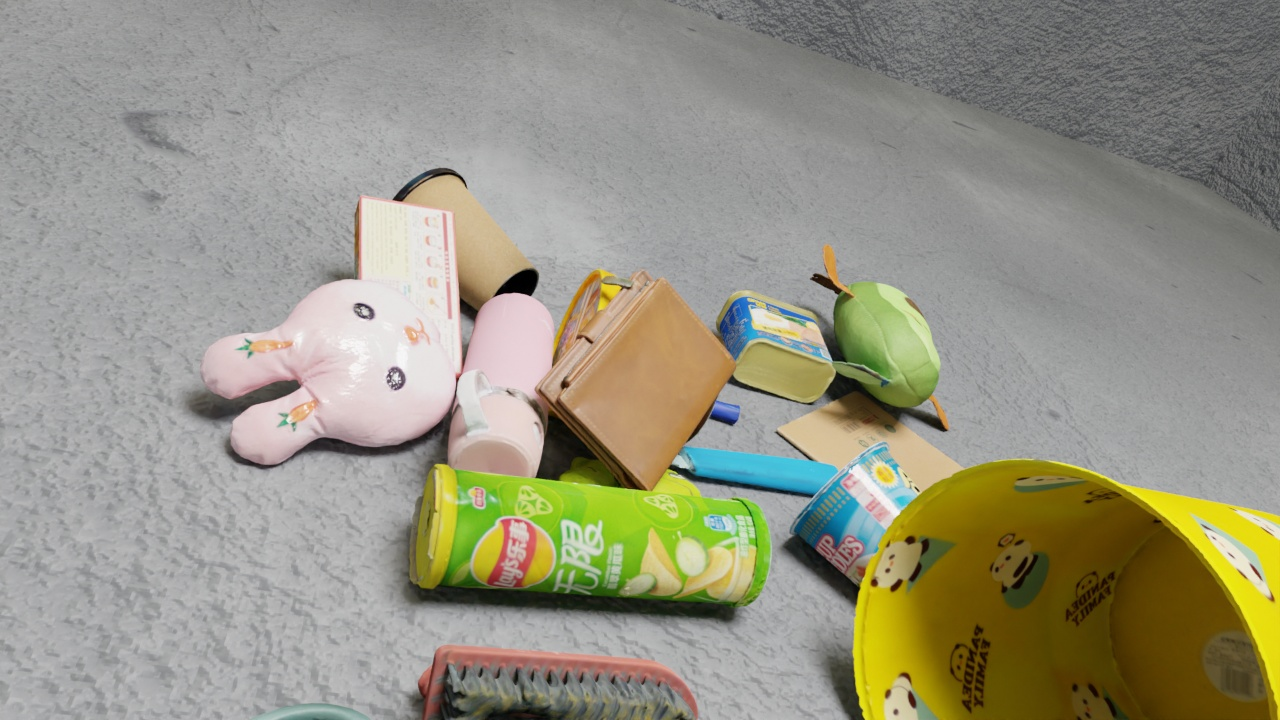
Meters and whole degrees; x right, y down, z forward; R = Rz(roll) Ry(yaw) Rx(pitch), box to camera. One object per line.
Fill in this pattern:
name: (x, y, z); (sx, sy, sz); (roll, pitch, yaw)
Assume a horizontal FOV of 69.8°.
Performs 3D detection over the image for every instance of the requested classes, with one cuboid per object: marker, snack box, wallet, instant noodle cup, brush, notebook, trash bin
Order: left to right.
snack box: (-0.181, -0.054, 0.712); (0.077, 0.027, 0.155); (6, 60, -25)
brush: (-0.038, 0.179, 0.470); (0.145, 0.063, 0.069); (10, 3, -21)
instant noodle cup: (-0.004, 0.004, 0.717); (0.114, 0.119, 0.118); (22, 29, -17)
wallet: (-0.002, 0.007, 0.631); (0.119, 0.035, 0.130); (46, 56, -11)
marker: (0.015, 0.026, 0.784); (0.145, 0.017, 0.016); (17, 31, -8)
instant noodle cup: (0.180, 0.130, 0.657); (0.099, 0.099, 0.110); (-16, 55, -47)
notebook: (0.238, 0.104, 0.812); (0.208, 0.008, 0.147); (39, 35, 27)
trash bin: (0.297, 0.177, 0.538); (0.254, 0.230, 0.229); (7, 33, -35)

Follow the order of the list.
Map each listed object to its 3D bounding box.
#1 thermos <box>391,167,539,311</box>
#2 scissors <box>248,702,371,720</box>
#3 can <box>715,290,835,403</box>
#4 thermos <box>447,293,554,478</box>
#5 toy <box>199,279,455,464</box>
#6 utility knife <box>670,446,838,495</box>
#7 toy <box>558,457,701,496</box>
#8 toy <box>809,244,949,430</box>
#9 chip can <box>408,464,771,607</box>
thermos: (-0.159, -0.102, 0.813); (0.143, 0.093, 0.092); (42, 35, 17)
scissors: (-0.180, 0.200, 0.383); (0.179, 0.019, 0.143); (-3, 39, -34)
can: (0.129, -0.012, 0.875); (0.102, 0.057, 0.083); (18, 32, -17)
thermos: (-0.100, 0.013, 0.653); (0.067, 0.087, 0.198); (-15, 27, 6)
toy: (-0.201, 0.009, 0.612); (0.159, 0.054, 0.121); (-25, 83, -37)
utility knife: (0.065, 0.083, 0.723); (0.218, 0.018, 0.034); (10, 32, -21)
toy: (-0.005, 0.093, 0.648); (0.100, 0.031, 0.096); (17, 16, 9)
toy: (0.240, -0.021, 0.907); (0.227, 0.090, 0.246); (48, 15, -9)
chip can: (-0.025, 0.111, 0.568); (0.221, 0.073, 0.072); (9, 33, -21)
